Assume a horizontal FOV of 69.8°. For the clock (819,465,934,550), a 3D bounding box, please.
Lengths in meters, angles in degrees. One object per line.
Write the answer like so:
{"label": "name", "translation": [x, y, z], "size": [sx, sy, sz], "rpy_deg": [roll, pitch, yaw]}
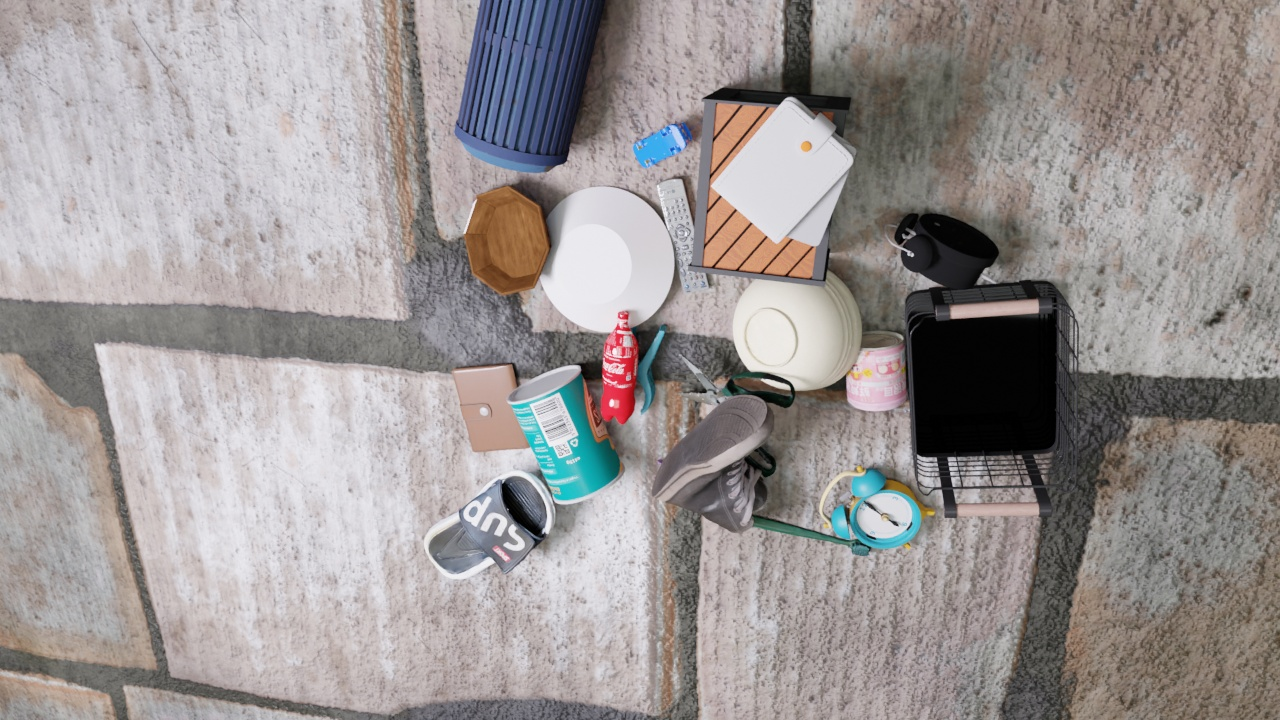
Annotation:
{"label": "clock", "translation": [0.286, 0.184, 1.124], "size": [0.129, 0.043, 0.099], "rpy_deg": [23, 114, -3]}

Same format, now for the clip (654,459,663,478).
{"label": "clip", "translation": [0.043, 0.148, 1.186], "size": [0.050, 0.013, 0.029], "rpy_deg": [14, 113, 5]}

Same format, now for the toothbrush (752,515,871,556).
{"label": "toothbrush", "translation": [0.199, 0.221, 1.172], "size": [0.190, 0.017, 0.016], "rpy_deg": [12, 113, 9]}

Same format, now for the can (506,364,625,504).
{"label": "can", "translation": [-0.092, 0.092, 1.150], "size": [0.099, 0.099, 0.144], "rpy_deg": [-18, 105, 19]}

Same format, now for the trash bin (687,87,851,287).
{"label": "trash bin", "translation": [0.137, -0.187, 0.963], "size": [0.140, 0.139, 0.172], "rpy_deg": [8, 112, 11]}

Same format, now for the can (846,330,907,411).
{"label": "can", "translation": [0.268, 0.012, 1.046], "size": [0.067, 0.067, 0.076], "rpy_deg": [-3, 109, 15]}

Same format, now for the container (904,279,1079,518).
{"label": "container", "translation": [0.376, 0.035, 0.993], "size": [0.163, 0.130, 0.241], "rpy_deg": [-3, 110, 15]}

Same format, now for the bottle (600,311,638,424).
{"label": "bottle", "translation": [-0.024, 0.008, 1.103], "size": [0.042, 0.041, 0.142], "rpy_deg": [9, 115, 11]}

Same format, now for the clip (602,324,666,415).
{"label": "clip", "translation": [-0.024, 0.004, 1.141], "size": [0.120, 0.030, 0.130], "rpy_deg": [4, 112, 18]}

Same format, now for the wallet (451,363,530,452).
{"label": "wallet", "translation": [-0.197, 0.064, 1.213], "size": [0.087, 0.013, 0.121], "rpy_deg": [-5, 109, 16]}

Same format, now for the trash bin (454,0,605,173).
{"label": "trash bin", "translation": [-0.113, -0.335, 0.972], "size": [0.139, 0.139, 0.250], "rpy_deg": [20, 116, 6]}

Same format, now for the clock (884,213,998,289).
{"label": "clock", "translation": [0.316, -0.119, 0.973], "size": [0.120, 0.091, 0.043], "rpy_deg": [16, 125, -7]}

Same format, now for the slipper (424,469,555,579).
{"label": "slipper", "translation": [-0.210, 0.235, 1.231], "size": [0.265, 0.062, 0.111], "rpy_deg": [-32, 99, 38]}

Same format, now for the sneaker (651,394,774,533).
{"label": "sneaker", "translation": [0.114, 0.127, 1.082], "size": [0.120, 0.095, 0.235], "rpy_deg": [28, 138, -10]}

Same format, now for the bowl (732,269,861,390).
{"label": "bowl", "translation": [0.162, -0.032, 1.022], "size": [0.151, 0.075, 0.151], "rpy_deg": [12, 111, 35]}

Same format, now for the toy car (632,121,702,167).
{"label": "toy car", "translation": [0.042, -0.253, 1.032], "size": [0.092, 0.061, 0.033], "rpy_deg": [-14, 111, 49]}

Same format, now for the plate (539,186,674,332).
{"label": "plate", "translation": [-0.050, -0.115, 1.080], "size": [0.174, 0.036, 0.174], "rpy_deg": [4, 105, 17]}

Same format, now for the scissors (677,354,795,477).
{"label": "scissors", "translation": [0.128, 0.061, 1.078], "size": [0.201, 0.015, 0.206], "rpy_deg": [48, 152, -15]}

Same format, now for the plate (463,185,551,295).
{"label": "plate", "translation": [-0.155, -0.143, 1.097], "size": [0.131, 0.025, 0.131], "rpy_deg": [7, 104, 32]}

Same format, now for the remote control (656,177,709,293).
{"label": "remote control", "translation": [0.050, -0.145, 1.069], "size": [0.033, 0.013, 0.136], "rpy_deg": [-10, 108, 17]}

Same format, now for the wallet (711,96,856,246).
{"label": "wallet", "translation": [0.148, -0.171, 0.868], "size": [0.115, 0.037, 0.119], "rpy_deg": [41, 118, -3]}
